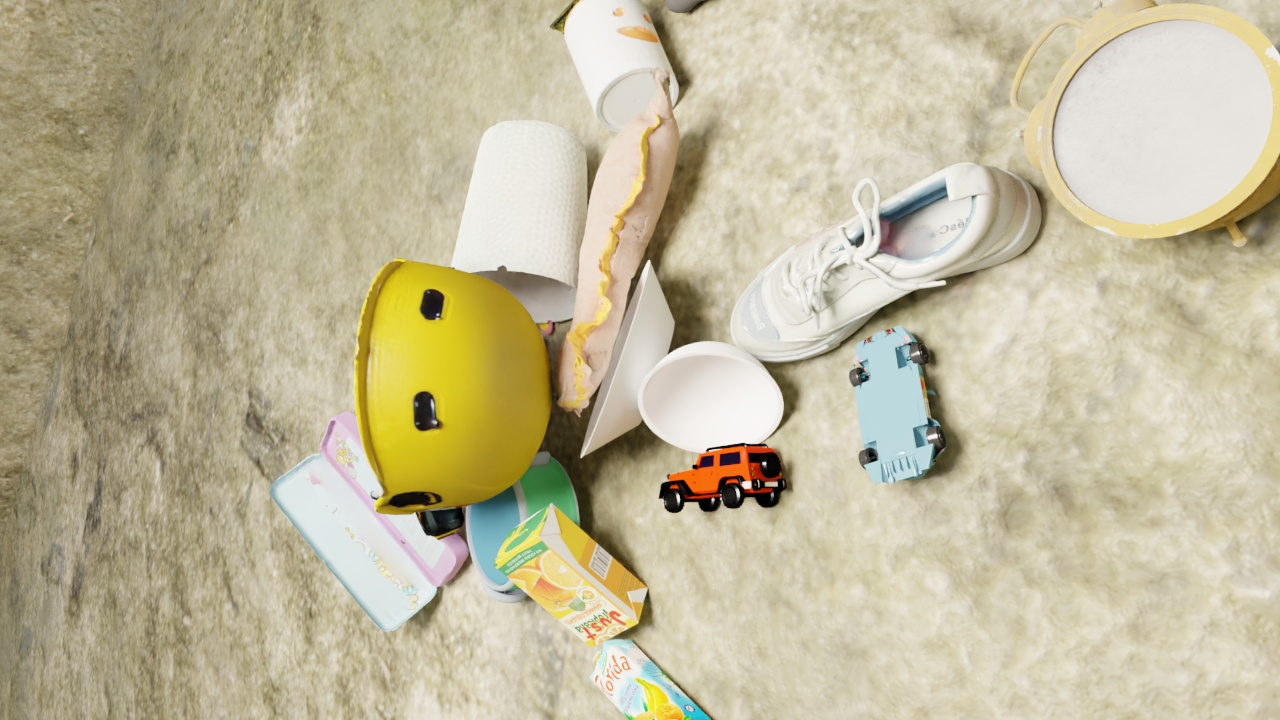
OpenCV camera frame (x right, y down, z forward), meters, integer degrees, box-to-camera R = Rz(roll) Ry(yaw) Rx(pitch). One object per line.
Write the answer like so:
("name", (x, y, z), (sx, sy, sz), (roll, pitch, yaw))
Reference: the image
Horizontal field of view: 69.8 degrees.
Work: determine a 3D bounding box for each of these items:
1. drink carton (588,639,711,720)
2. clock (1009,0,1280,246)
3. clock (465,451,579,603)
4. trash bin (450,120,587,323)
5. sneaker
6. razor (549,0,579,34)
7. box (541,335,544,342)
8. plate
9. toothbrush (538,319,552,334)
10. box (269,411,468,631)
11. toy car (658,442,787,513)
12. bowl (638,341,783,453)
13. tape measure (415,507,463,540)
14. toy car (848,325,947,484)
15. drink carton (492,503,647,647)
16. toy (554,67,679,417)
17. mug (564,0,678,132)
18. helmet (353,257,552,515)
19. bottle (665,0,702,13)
("drink carton", (0.010, 0.274, 0.734), (0.129, 0.038, 0.044), (32, 104, 44))
("clock", (0.283, -0.136, 0.511), (0.159, 0.081, 0.117), (43, 123, 32))
("clock", (-0.117, 0.162, 0.869), (0.162, 0.075, 0.121), (-53, 49, 40))
("trash bin", (-0.110, -0.134, 0.883), (0.134, 0.133, 0.161), (-14, 65, 43))
("sneaker", (0.143, -0.069, 0.635), (0.243, 0.090, 0.089), (-26, 64, 40))
("razor", (-0.061, -0.320, 0.947), (0.043, 0.026, 0.105), (-35, 62, 33))
("box", (-0.200, 0.040, 0.961), (0.231, 0.090, 0.084), (-29, 61, 39))
("plate", (-0.005, 0.004, 0.771), (0.174, 0.036, 0.174), (-164, 93, -86))
("toothbrush", (-0.109, -0.087, 0.948), (0.021, 0.016, 0.135), (-30, 61, 30))
("box", (-0.289, 0.170, 0.986), (0.140, 0.062, 0.214), (-46, 78, 7))
("toy car", (0.063, 0.091, 0.710), (0.100, 0.051, 0.048), (-14, 75, 43))
("bowl", (0.055, 0.021, 0.711), (0.110, 0.110, 0.040), (-37, 28, 34))
("tape measure", (-0.202, 0.140, 0.907), (0.072, 0.042, 0.072), (54, 149, 40))
("toy car", (0.176, 0.032, 0.625), (0.060, 0.027, 0.107), (-26, 54, 39))
("drink carton", (-0.055, 0.183, 0.767), (0.058, 0.122, 0.041), (-36, 18, 31))
("toy", (-0.026, -0.090, 0.772), (0.196, 0.065, 0.263), (105, -179, -69))
("mug", (-0.018, -0.277, 0.849), (0.082, 0.082, 0.105), (-39, 57, 33))
("helmet", (-0.141, 0.021, 0.745), (0.240, 0.139, 0.209), (119, 154, -76))
("bottle", (0.067, -0.341, 0.808), (0.110, 0.036, 0.036), (-9, 75, 44))
